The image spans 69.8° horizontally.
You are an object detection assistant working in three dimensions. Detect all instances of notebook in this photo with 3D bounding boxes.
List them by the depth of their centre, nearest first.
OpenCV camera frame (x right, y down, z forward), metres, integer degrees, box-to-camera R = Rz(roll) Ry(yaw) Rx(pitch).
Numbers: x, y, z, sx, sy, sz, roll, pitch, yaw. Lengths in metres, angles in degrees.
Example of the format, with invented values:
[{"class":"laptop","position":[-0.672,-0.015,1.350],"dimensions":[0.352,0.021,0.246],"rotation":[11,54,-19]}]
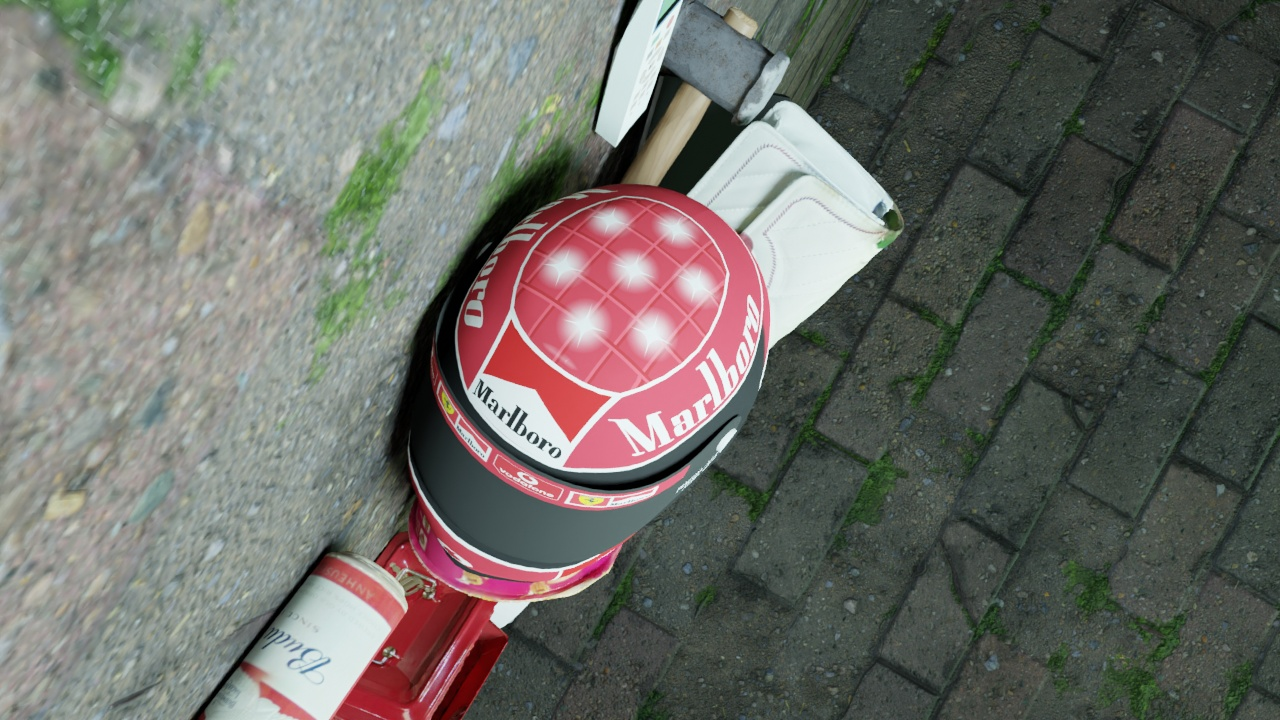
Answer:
[{"class":"notebook","position":[0.048,-0.151,0.843],"dimensions":[0.148,0.016,0.207],"rotation":[-3,123,-36]}]

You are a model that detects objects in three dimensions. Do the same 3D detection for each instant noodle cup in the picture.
[{"class":"instant noodle cup","position":[-0.097,0.100,0.738],"dimensions":[0.178,0.179,0.078],"rotation":[-54,156,-53]}]

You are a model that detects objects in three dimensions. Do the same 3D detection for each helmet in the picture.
[{"class":"helmet","position":[-0.031,0.006,0.592],"dimensions":[0.270,0.197,0.225],"rotation":[-49,172,-24]}]

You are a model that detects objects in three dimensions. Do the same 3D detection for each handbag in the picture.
[{"class":"handbag","position":[0.090,-0.087,0.738],"dimensions":[0.199,0.142,0.096],"rotation":[-47,179,35]}]

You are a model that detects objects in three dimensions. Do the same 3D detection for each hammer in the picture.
[{"class":"hammer","position":[-0.008,-0.132,0.743],"dimensions":[0.329,0.098,0.052],"rotation":[-55,176,27]}]

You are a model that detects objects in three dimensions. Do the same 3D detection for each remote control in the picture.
[{"class":"remote control","position":[-0.002,-0.208,0.621],"dimensions":[0.049,0.024,0.144],"rotation":[-58,177,-31]}]

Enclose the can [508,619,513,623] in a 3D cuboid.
[{"class":"can","position":[-0.178,0.267,1.248],"dimensions":[0.143,0.099,0.099],"rotation":[-57,175,-34]}]

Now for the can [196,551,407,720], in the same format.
[{"class":"can","position":[-0.219,0.204,0.577],"dimensions":[0.169,0.067,0.067],"rotation":[-57,175,-32]}]

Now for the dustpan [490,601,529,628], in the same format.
[{"class":"dustpan","position":[-0.139,0.160,0.972],"dimensions":[0.192,0.053,0.257],"rotation":[-45,-158,25]}]

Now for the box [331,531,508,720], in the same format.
[{"class":"box","position":[-0.191,0.251,0.764],"dimensions":[0.156,0.147,0.157],"rotation":[90,25,-43]}]
